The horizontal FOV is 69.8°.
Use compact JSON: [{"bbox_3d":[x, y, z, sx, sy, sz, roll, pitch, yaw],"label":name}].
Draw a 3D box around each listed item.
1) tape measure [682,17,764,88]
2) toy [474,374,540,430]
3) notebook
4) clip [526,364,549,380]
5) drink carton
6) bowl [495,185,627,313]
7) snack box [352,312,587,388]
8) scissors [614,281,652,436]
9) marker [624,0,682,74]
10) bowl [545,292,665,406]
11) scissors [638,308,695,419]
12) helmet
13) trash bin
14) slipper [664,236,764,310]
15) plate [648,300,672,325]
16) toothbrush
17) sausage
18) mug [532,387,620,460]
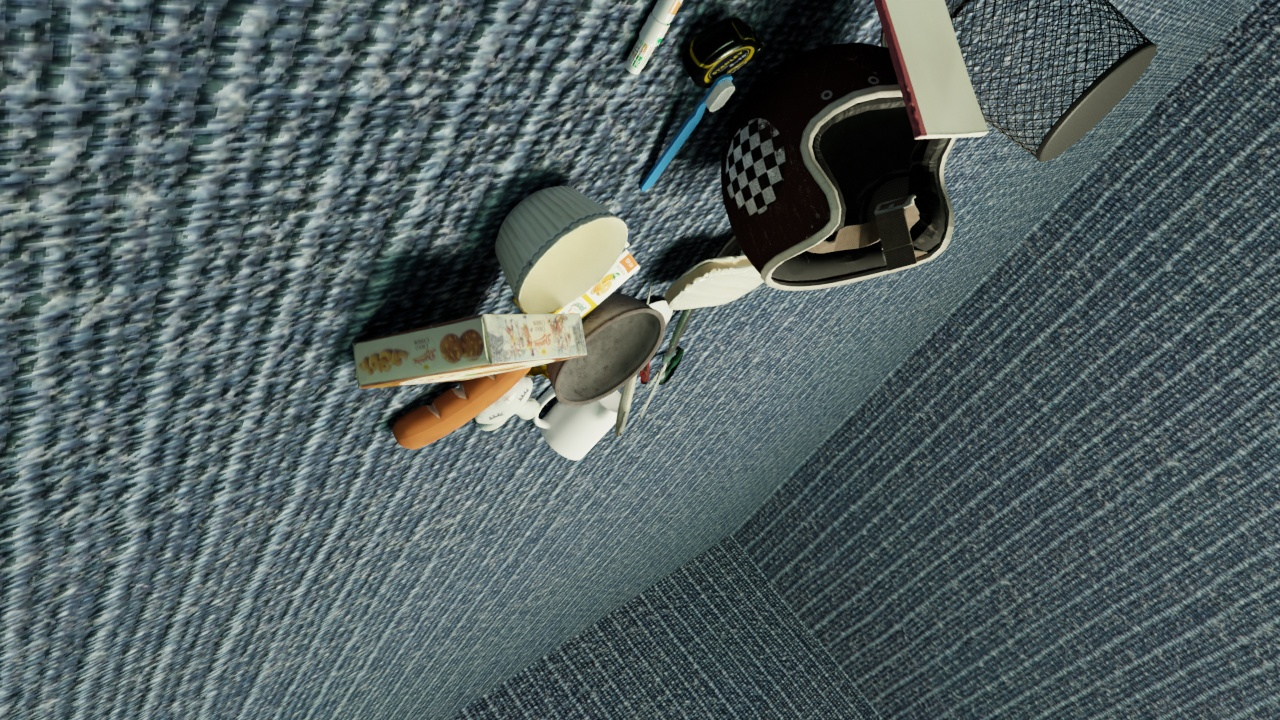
[{"bbox_3d":[0.065,-0.254,0.753,0.062,0.034,0.061,-32,172,21],"label":"tape measure"},{"bbox_3d":[-0.154,0.047,1.029,0.079,0.038,0.123,-29,157,-8],"label":"toy"},{"bbox_3d":[0.232,-0.287,0.768,0.012,0.208,0.152,-17,180,41],"label":"notebook"},{"bbox_3d":[-0.100,0.010,1.048,0.054,0.048,0.046,-7,102,-58],"label":"clip"},{"bbox_3d":[-0.060,-0.079,0.913,0.122,0.040,0.058,-41,162,2],"label":"drink carton"},{"bbox_3d":[-0.075,-0.101,0.793,0.115,0.062,0.115,-35,162,-14],"label":"bowl"},{"bbox_3d":[-0.145,-0.009,0.794,0.143,0.041,0.146,-10,178,28],"label":"snack box"},{"bbox_3d":[-0.004,0.005,1.123,0.198,0.015,0.179,60,47,-77],"label":"scissors"},{"bbox_3d":[0.028,-0.272,0.666,0.017,0.017,0.146,-19,152,-48],"label":"marker"},{"bbox_3d":[-0.050,-0.024,1.005,0.144,0.067,0.145,-31,153,-18],"label":"bowl"},{"bbox_3d":[0.047,-0.013,1.278,0.202,0.015,0.204,-64,173,13],"label":"scissors"},{"bbox_3d":[0.189,-0.167,0.856,0.232,0.253,0.235,-1,166,-41],"label":"helmet"},{"bbox_3d":[0.392,-0.329,0.948,0.184,0.210,0.184,-36,162,-14],"label":"trash bin"},{"bbox_3d":[0.111,-0.115,1.150,0.115,0.054,0.271,-48,166,33],"label":"slipper"},{"bbox_3d":[-0.015,-0.032,1.164,0.134,0.011,0.135,-36,162,-14],"label":"plate"},{"bbox_3d":[0.038,-0.197,0.821,0.016,0.014,0.167,-22,167,-33],"label":"toothbrush"},{"bbox_3d":[-0.179,0.037,0.944,0.164,0.044,0.039,-36,-163,-12],"label":"sausage"},{"bbox_3d":[-0.087,0.066,1.175,0.110,0.073,0.091,24,118,-42],"label":"mug"}]
